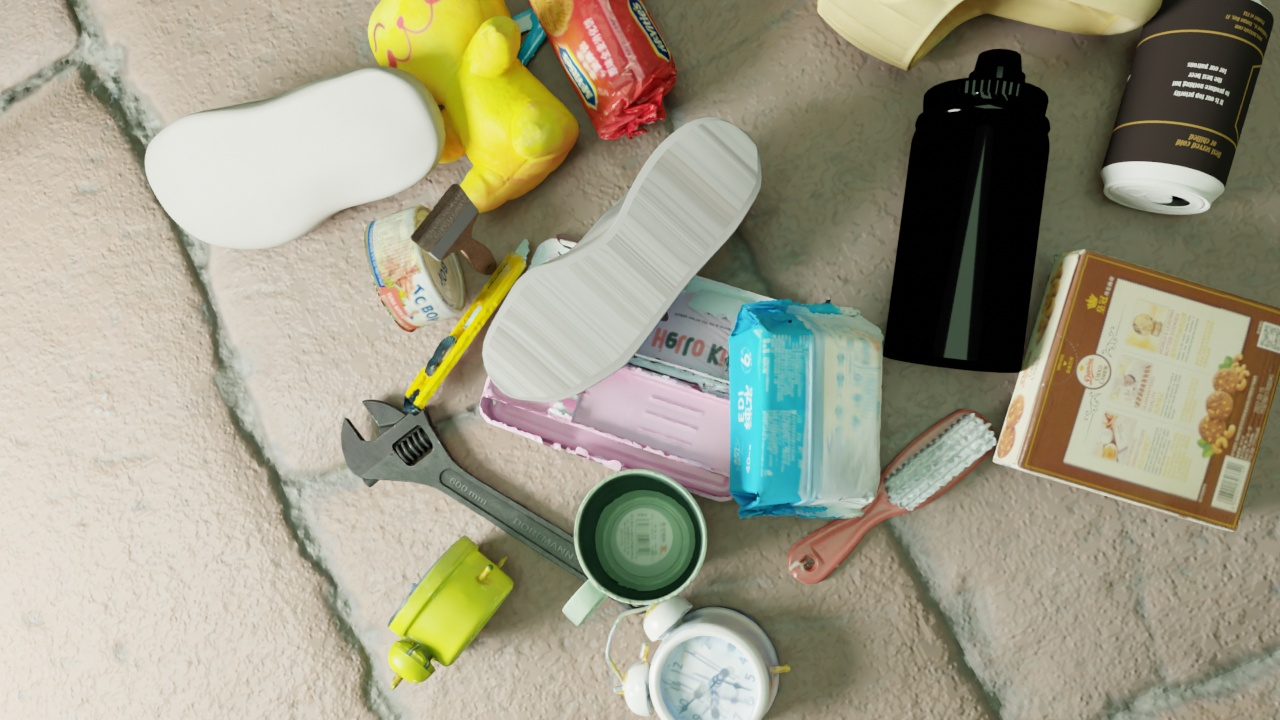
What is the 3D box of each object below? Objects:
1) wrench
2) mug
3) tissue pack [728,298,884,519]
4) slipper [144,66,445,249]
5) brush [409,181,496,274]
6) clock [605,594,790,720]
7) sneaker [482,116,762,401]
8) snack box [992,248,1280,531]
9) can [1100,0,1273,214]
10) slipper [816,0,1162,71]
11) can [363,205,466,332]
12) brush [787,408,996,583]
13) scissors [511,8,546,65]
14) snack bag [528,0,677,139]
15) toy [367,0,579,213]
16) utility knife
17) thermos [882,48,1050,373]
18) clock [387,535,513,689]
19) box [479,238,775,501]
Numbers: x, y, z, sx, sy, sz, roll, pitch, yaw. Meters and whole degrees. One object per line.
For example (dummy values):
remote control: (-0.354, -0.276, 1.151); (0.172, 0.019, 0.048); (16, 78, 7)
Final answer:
wrench: (-0.108, 0.110, 0.683); (0.273, 0.018, 0.073); (30, 84, 9)
mug: (-0.009, 0.130, 0.613); (0.084, 0.104, 0.111); (42, 82, 10)
tissue pack: (0.107, 0.031, 0.605); (0.092, 0.062, 0.144); (1, 89, -15)
slipper: (-0.250, -0.162, 0.696); (0.266, 0.080, 0.113); (-12, 119, 26)
brush: (-0.121, -0.079, 0.634); (0.008, 0.143, 0.045); (37, 85, 9)
clock: (0.036, 0.214, 0.636); (0.125, 0.052, 0.089); (17, 91, 14)
sneaker: (-0.010, -0.065, 0.634); (0.236, 0.089, 0.099); (-43, 90, 12)
snack box: (0.318, 0.018, 0.583); (0.147, 0.041, 0.143); (16, 90, -2)
can: (0.348, -0.165, 0.587); (0.072, 0.072, 0.128); (16, 90, 11)
slipper: (0.195, -0.233, 0.601); (0.262, 0.111, 0.079); (14, 97, 13)
can: (-0.164, -0.067, 0.671); (0.043, 0.086, 0.086); (-18, 84, 7)
brush: (0.170, 0.095, 0.627); (0.172, 0.030, 0.041); (-40, 80, 7)
scissors: (-0.059, -0.262, 0.701); (0.118, 0.013, 0.140); (33, 93, 7)
snack bag: (-0.030, -0.242, 0.655); (0.082, 0.082, 0.176); (-27, 90, 8)
toy: (-0.117, -0.212, 0.664); (0.194, 0.087, 0.135); (55, 138, 10)
utility knife: (-0.130, -0.025, 0.688); (0.159, 0.017, 0.030); (-53, 44, -5)
thermos: (0.215, -0.096, 0.600); (0.086, 0.086, 0.198); (8, 88, 11)
clock: (-0.142, 0.182, 0.655); (0.057, 0.083, 0.119); (38, 92, 4)
box: (-0.004, 0.004, 0.664); (0.201, 0.037, 0.152); (18, 81, 11)
